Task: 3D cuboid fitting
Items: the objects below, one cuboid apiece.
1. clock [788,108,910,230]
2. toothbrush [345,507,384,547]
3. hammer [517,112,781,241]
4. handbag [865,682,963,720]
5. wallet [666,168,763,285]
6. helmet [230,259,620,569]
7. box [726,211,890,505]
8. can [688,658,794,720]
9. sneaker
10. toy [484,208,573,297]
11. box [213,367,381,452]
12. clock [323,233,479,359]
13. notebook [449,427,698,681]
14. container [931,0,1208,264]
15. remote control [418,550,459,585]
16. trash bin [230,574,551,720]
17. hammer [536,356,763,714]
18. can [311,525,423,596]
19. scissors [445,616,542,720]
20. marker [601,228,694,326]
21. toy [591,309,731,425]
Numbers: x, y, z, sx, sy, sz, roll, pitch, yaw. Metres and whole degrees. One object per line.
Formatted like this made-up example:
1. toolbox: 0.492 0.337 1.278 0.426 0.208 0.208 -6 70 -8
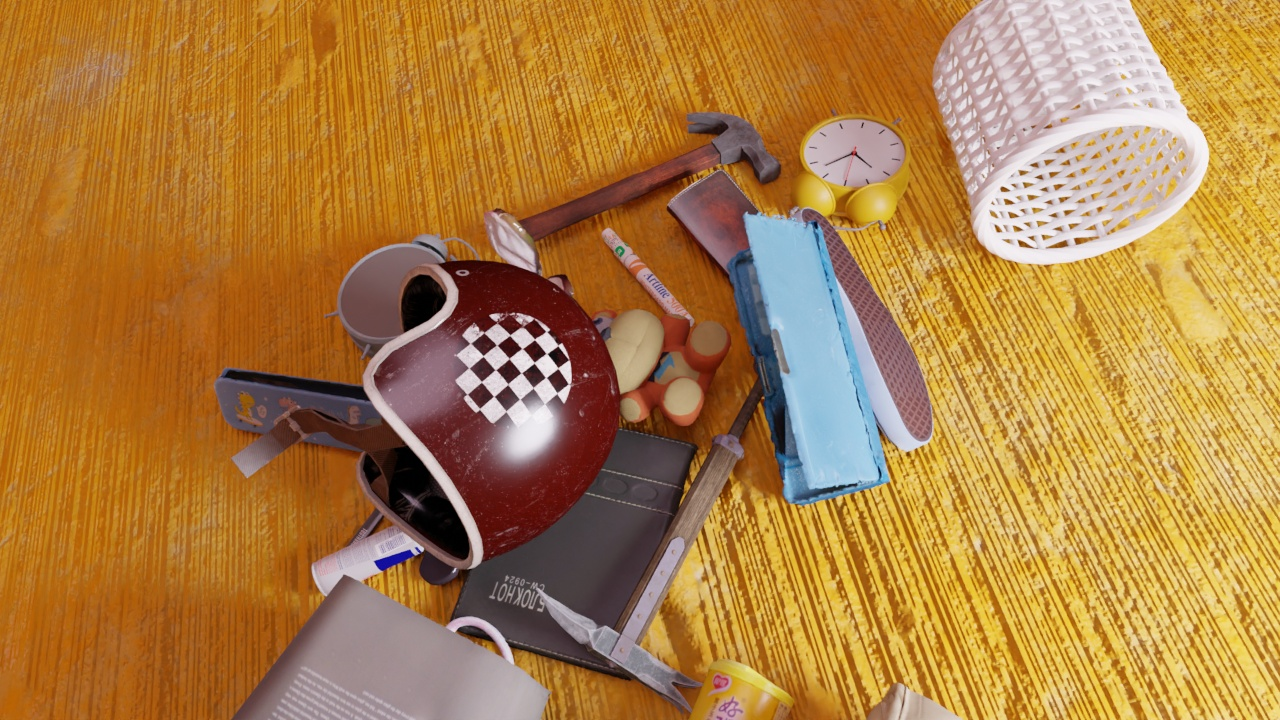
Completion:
1. clock: 0.212 -0.190 0.930 0.114 0.052 0.151 12 59 16
2. toothbrush: -0.219 0.113 0.849 0.013 0.013 0.167 27 70 22
3. hammer: -0.012 -0.182 0.969 0.300 0.028 0.111 -24 59 -8
4. handbag: 0.116 0.311 0.589 0.132 0.184 0.229 29 85 26
5. wallet: 0.091 -0.128 0.914 0.072 0.019 0.123 -35 75 -11
6. helmet: -0.146 0.043 0.726 0.234 0.234 0.252 45 59 7
7. box: 0.118 -0.001 0.754 0.094 0.110 0.231 -21 73 35
8. can: 0.064 0.280 0.671 0.068 0.068 0.104 19 65 19
9. sneaker: 0.174 -0.016 0.836 0.098 0.083 0.241 -40 65 36
10. toy: -0.149 -0.031 0.883 0.205 0.105 0.131 -43 80 12
11. box: -0.306 0.052 0.867 0.210 0.069 0.063 6 69 13
12. clock: -0.235 -0.068 0.937 0.159 0.045 0.122 -41 63 -13
13. notebook: -0.058 0.150 0.792 0.169 0.029 0.208 11 61 15
14. container: 0.380 -0.218 0.837 0.189 0.189 0.186 -7 58 6
15. remote control: -0.162 0.139 0.814 0.047 0.009 0.124 -3 57 36
16. trash bin: -0.186 0.289 0.626 0.197 0.198 0.219 22 67 16
17. hammer: 0.047 0.113 0.776 0.147 0.028 0.316 32 62 -1
18. can: -0.237 0.172 0.804 0.095 0.032 0.032 -25 59 -5
19. scissors: -0.094 0.266 0.724 0.179 0.016 0.108 16 80 17
20. marker: 0.005 -0.084 0.921 0.017 0.017 0.145 -34 61 -11
21. toy: -0.005 0.005 0.829 0.176 0.096 0.112 3 58 42
